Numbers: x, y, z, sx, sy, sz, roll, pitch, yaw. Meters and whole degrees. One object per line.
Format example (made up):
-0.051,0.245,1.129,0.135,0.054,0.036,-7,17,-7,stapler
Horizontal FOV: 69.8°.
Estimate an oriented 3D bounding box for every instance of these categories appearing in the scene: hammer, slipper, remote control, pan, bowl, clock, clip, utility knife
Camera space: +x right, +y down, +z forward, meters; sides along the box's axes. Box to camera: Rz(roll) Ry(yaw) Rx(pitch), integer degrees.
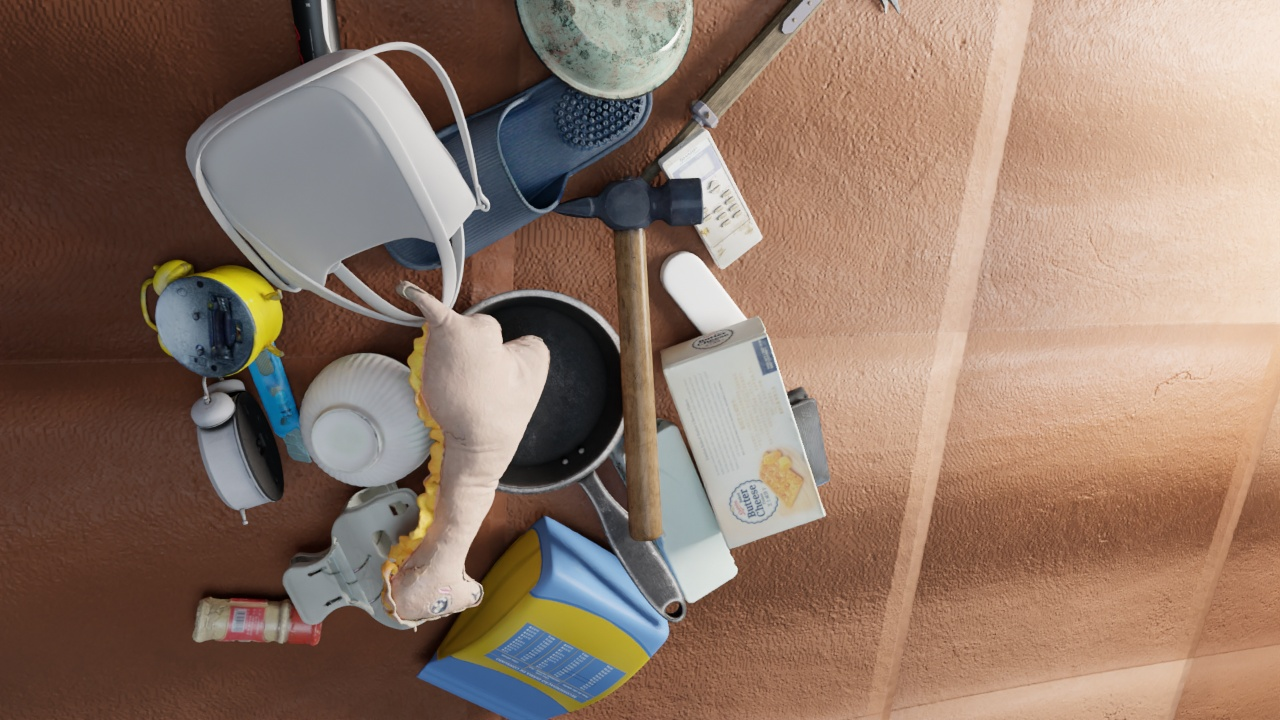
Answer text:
-0.005,0.005,0.809,0.129,0.040,0.322,-3,99,-1,hammer
-0.099,-0.165,0.750,0.263,0.082,0.101,-35,114,-4,slipper
0.089,-0.260,0.808,0.317,0.028,0.147,-48,117,2,hammer
0.067,-0.050,0.886,0.043,0.013,0.136,-41,117,0,remote control
-0.056,0.098,0.848,0.187,0.055,0.357,-33,107,-5,pan
-0.020,-0.290,0.727,0.157,0.039,0.157,-1,93,-24,bowl
-0.342,-0.035,0.723,0.119,0.057,0.083,10,113,5,clock
-0.241,0.180,0.830,0.152,0.096,0.126,-18,103,15,clip
-0.237,0.058,0.774,0.118,0.062,0.118,2,107,6,bowl
-0.315,0.011,0.781,0.031,0.015,0.179,-12,115,-2,utility knife
-0.332,0.065,0.752,0.035,0.094,0.123,-18,109,-8,clock
0.066,-0.144,0.833,0.050,0.011,0.136,-38,131,-2,remote control

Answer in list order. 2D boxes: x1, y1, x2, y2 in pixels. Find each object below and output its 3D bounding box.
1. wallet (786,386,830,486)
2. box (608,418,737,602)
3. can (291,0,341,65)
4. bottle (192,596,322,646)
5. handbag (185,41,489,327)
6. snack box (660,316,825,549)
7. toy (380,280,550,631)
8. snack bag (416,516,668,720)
0.150,0.095,0.961,0.089,0.026,0.115,-22,115,-11,wallet
0.038,0.152,0.934,0.083,0.066,0.199,-21,114,9,box
-0.245,-0.236,0.701,0.031,0.031,0.080,-8,112,-16,can
-0.348,0.238,0.839,0.109,0.044,0.044,8,107,-21,bottle
-0.209,-0.112,0.700,0.216,0.095,0.223,-18,124,20,handbag
0.100,0.072,0.894,0.104,0.057,0.208,-19,110,4,snack box
-0.169,0.085,0.753,0.196,0.065,0.264,30,84,-36,toy
-0.098,0.278,0.911,0.159,0.102,0.205,36,105,-26,snack bag
